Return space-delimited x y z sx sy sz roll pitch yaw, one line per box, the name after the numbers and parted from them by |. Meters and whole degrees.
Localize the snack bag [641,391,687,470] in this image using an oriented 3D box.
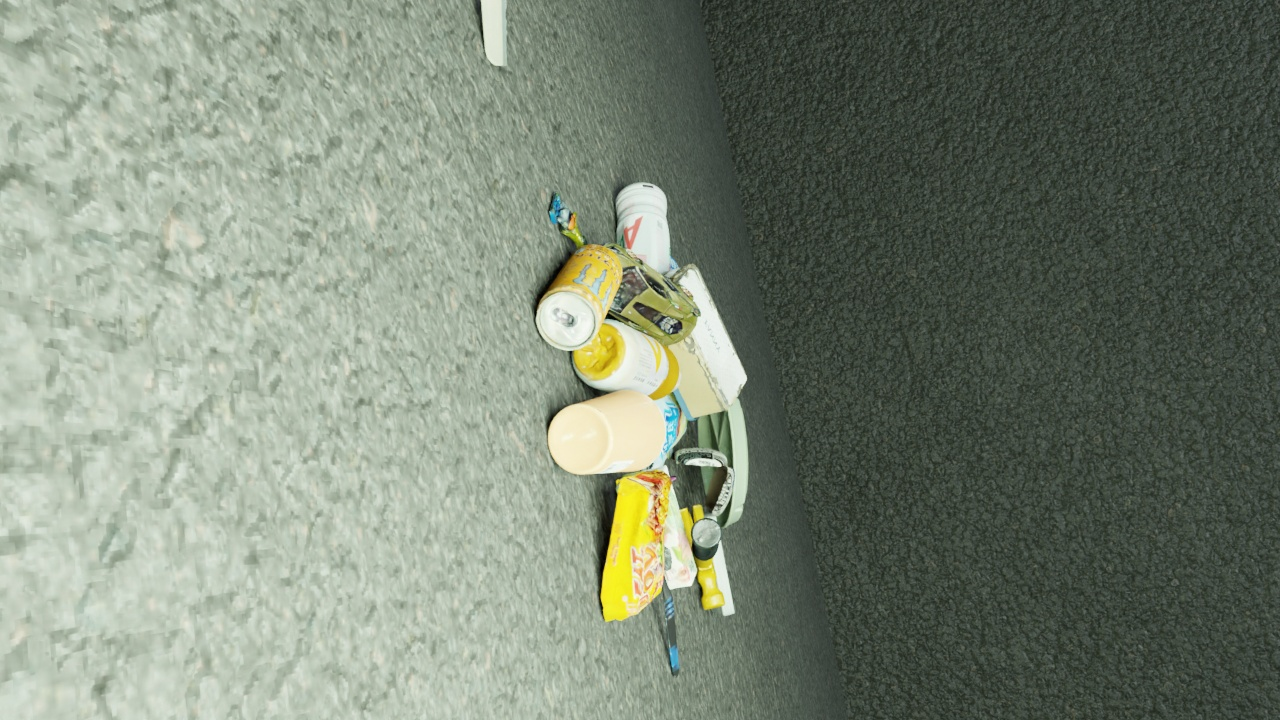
0.028 0.079 1.109 0.190 0.039 0.110 -39 139 -77 | snack bag

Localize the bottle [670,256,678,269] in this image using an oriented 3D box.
0.023 -0.084 1.201 0.065 0.065 0.218 61 20 -51 | bottle

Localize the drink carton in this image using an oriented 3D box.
0.016 0.175 0.949 0.045 0.053 0.122 -52 128 -73 | drink carton

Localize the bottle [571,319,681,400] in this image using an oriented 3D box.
-0.006 0.006 0.944 0.189 0.068 0.068 22 56 -67 | bottle

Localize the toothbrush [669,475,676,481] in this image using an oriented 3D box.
0.022 0.154 1.087 0.189 0.014 0.018 -3 90 -77 | toothbrush

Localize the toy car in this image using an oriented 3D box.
-0.003 -0.066 0.969 0.158 0.070 0.042 31 23 -35 | toy car

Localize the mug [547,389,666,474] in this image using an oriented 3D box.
-0.032 0.067 0.814 0.122 0.078 0.078 0 78 -71 | mug

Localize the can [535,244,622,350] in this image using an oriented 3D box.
-0.055 -0.062 0.858 0.145 0.058 0.058 -73 148 -65 | can

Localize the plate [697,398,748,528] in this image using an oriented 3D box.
0.115 0.121 1.297 0.230 0.027 0.230 176 -89 -83 | plate

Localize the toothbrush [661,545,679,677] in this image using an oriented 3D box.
0.031 0.261 0.945 0.014 0.016 0.190 -32 128 -37 | toothbrush

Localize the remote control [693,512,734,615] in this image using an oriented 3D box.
0.099 0.272 1.233 0.056 0.019 0.135 148 -68 -74 | remote control

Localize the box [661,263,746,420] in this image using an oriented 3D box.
0.063 -0.015 1.082 0.184 0.063 0.089 66 32 -18 | box

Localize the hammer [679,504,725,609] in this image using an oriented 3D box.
0.074 0.218 1.067 0.301 0.033 0.128 81 -6 -73 | hammer

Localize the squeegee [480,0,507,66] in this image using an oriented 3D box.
-0.168 -0.352 0.700 0.246 0.039 0.247 -52 146 -66 | squeegee

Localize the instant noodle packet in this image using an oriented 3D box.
-0.002 0.169 0.848 0.110 0.044 0.128 7 91 -73 | instant noodle packet

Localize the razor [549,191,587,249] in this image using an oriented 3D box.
-0.061 -0.107 0.961 0.042 0.022 0.143 -82 156 -52 | razor

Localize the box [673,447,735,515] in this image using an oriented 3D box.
0.081 0.153 1.164 0.162 0.075 0.086 109 -21 -84 | box

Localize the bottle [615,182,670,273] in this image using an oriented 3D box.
0.004 -0.134 1.158 0.068 0.068 0.196 59 23 -54 | bottle
